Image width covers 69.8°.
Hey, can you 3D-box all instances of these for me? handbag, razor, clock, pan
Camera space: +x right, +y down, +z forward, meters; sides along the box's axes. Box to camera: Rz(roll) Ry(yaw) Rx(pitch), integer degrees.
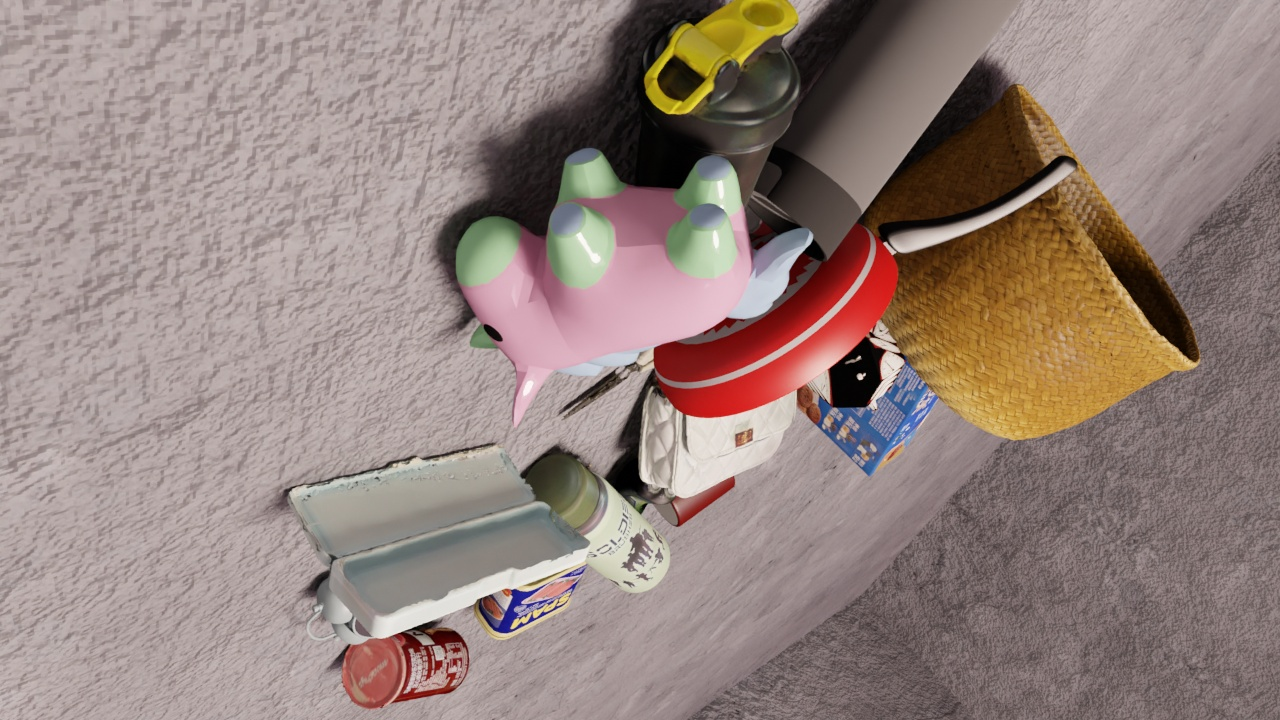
[{"bbox_3d":[0.087,0.058,0.950,0.194,0.072,0.139,-17,120,-45],"label":"handbag"},{"bbox_3d":[0.000,0.154,1.021,0.053,0.067,0.152,-50,168,-33],"label":"razor"},{"bbox_3d":[-0.215,0.192,0.798,0.159,0.045,0.123,-30,153,-21],"label":"clock"},{"bbox_3d":[0.213,-0.021,0.965,0.064,0.115,0.155,-29,127,-34],"label":"clock"},{"bbox_3d":[0.162,-0.075,0.715,0.357,0.208,0.067,-32,113,13],"label":"pan"}]

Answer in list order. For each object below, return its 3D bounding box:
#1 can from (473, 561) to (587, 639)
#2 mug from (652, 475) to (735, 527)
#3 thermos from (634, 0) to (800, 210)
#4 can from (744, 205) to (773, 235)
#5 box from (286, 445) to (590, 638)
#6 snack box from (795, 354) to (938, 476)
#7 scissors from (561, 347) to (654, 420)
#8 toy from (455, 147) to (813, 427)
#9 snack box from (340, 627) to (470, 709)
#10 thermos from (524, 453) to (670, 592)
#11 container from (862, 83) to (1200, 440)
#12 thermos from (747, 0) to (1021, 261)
[{"bbox_3d":[-0.116,0.241,1.004,0.116,0.056,0.092,-17,144,-42],"label":"can"},{"bbox_3d":[0.050,0.142,1.079,0.082,0.073,0.106,-33,-177,-19],"label":"mug"},{"bbox_3d":[0.035,-0.124,0.596,0.098,0.098,0.221,-29,157,-25],"label":"thermos"},{"bbox_3d":[0.114,-0.135,0.732,0.096,0.054,0.054,-25,150,-32],"label":"can"},{"bbox_3d":[-0.145,0.127,0.683,0.196,0.134,0.041,-8,128,-50],"label":"box"},{"bbox_3d":[0.263,0.016,1.067,0.069,0.155,0.203,-32,153,-28],"label":"snack box"},{"bbox_3d":[-0.002,0.012,0.845,0.171,0.012,0.121,-49,152,9],"label":"scissors"},{"bbox_3d":[-0.011,-0.044,0.565,0.222,0.119,0.171,4,143,8],"label":"toy"},{"bbox_3d":[-0.233,0.306,0.924,0.072,0.072,0.121,-45,156,7],"label":"snack box"},{"bbox_3d":[-0.042,0.164,0.933,0.082,0.082,0.231,-41,143,-3],"label":"thermos"},{"bbox_3d":[0.353,-0.077,0.864,0.197,0.306,0.306,-37,161,32],"label":"container"},{"bbox_3d":[0.170,-0.191,0.643,0.240,0.082,0.082,-54,154,4],"label":"thermos"}]
